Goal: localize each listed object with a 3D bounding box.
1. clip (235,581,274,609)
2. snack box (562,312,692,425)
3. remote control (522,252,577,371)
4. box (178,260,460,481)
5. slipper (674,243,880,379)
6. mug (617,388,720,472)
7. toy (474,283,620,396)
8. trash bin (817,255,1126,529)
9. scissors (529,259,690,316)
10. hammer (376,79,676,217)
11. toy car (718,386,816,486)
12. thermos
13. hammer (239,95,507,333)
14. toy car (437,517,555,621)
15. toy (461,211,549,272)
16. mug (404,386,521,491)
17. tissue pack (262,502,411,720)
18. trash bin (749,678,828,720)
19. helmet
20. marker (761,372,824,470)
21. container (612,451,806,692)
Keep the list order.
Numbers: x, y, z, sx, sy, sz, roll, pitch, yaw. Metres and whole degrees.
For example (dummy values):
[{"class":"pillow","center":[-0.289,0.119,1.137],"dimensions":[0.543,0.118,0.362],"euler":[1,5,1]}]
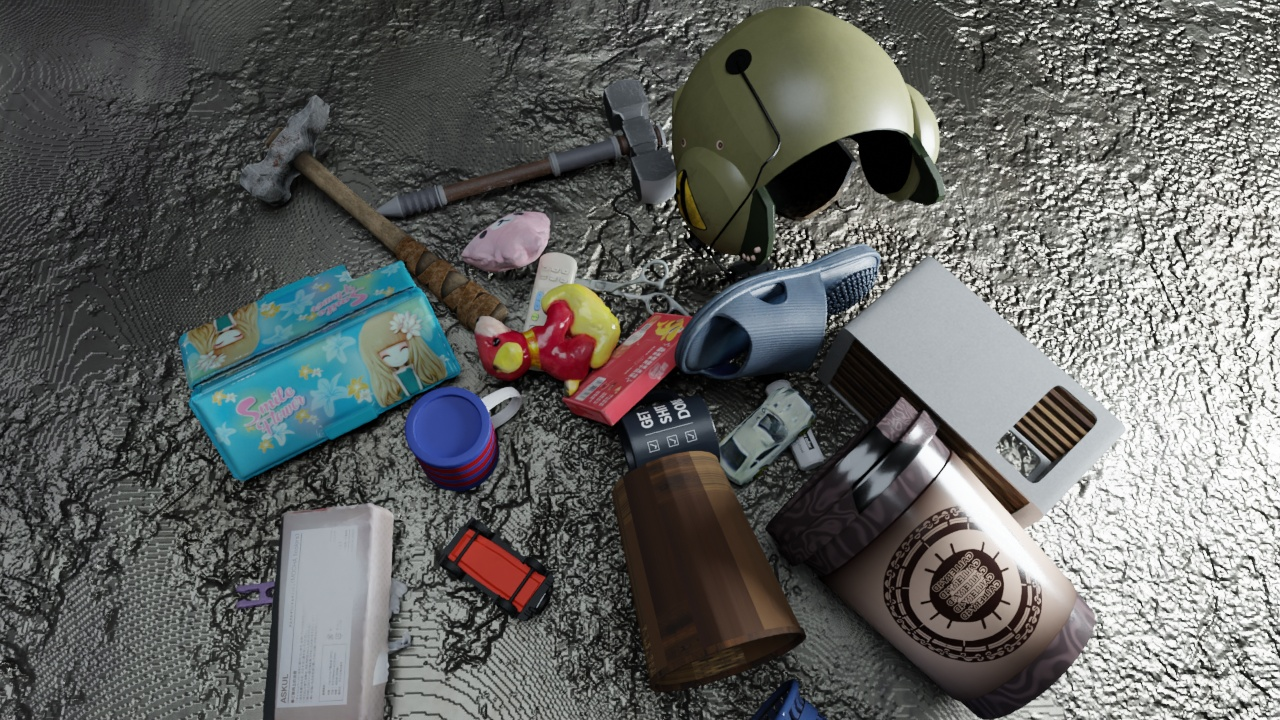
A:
[{"class":"clip","center":[-0.331,0.202,0.809],"dimensions":[0.053,0.013,0.037],"euler":[-21,67,-8]},{"class":"snack box","center":[-0.005,0.005,0.871],"dimensions":[0.132,0.089,0.021],"euler":[-43,113,-18]},{"class":"remote control","center":[-0.093,-0.049,0.919],"dimensions":[0.038,0.018,0.125],"euler":[10,75,4]},{"class":"box","center":[-0.306,-0.011,0.861],"dimensions":[0.227,0.083,0.172],"euler":[-27,79,-13]},{"class":"slipper","center":[0.148,-0.032,0.863],"dimensions":[0.262,0.101,0.082],"euler":[-23,60,-31]},{"class":"mug","center":[0.021,0.065,0.857],"dimensions":[0.077,0.071,0.105],"euler":[-15,41,-9]},{"class":"toy","center":[-0.085,-0.015,0.875],"dimensions":[0.137,0.067,0.105],"euler":[-19,79,-16]},{"class":"trash bin","center":[0.295,0.037,0.847],"dimensions":[0.114,0.115,0.229],"euler":[-39,73,-17]},{"class":"scissors","center":[-0.031,-0.066,0.939],"dimensions":[0.172,0.014,0.090],"euler":[-12,83,3]},{"class":"hammer","center":[-0.129,-0.200,0.983],"dimensions":[0.322,0.043,0.156],"euler":[-17,68,-7]},{"class":"toy car","center":[0.114,0.069,0.858],"dimensions":[0.105,0.033,0.048],"euler":[-43,64,2]},{"class":"thermos","center":[0.242,0.167,0.767],"dimensions":[0.172,0.173,0.226],"euler":[-41,80,-18]},{"class":"hammer","center":[-0.263,-0.136,0.936],"dimensions":[0.319,0.049,0.121],"euler":[40,90,9]},{"class":"toy car","center":[-0.124,0.185,0.803],"dimensions":[0.100,0.049,0.051],"euler":[32,69,12]},{"class":"toy","center":[-0.127,-0.117,0.924],"dimensions":[0.099,0.096,0.053],"euler":[-28,115,-13]},{"class":"mug","center":[-0.156,0.062,0.842],"dimensions":[0.111,0.076,0.075],"euler":[-38,72,-17]},{"class":"tissue pack","center":[-0.254,0.219,0.781],"dimensions":[0.104,0.071,0.181],"euler":[-7,67,8]},{"class":"trash bin","center":[0.172,0.376,0.682],"dimensions":[0.249,0.139,0.139],"euler":[38,70,12]},{"class":"helmet","center":[0.137,-0.197,0.859],"dimensions":[0.250,0.256,0.232],"euler":[-20,70,-12]},{"class":"marker","center":[0.141,0.045,0.888],"dimensions":[0.025,0.025,0.125],"euler":[-18,68,-10]},{"class":"container","center":[0.047,0.175,0.778],"dimensions":[0.132,0.132,0.167],"euler":[-15,61,-9]}]
